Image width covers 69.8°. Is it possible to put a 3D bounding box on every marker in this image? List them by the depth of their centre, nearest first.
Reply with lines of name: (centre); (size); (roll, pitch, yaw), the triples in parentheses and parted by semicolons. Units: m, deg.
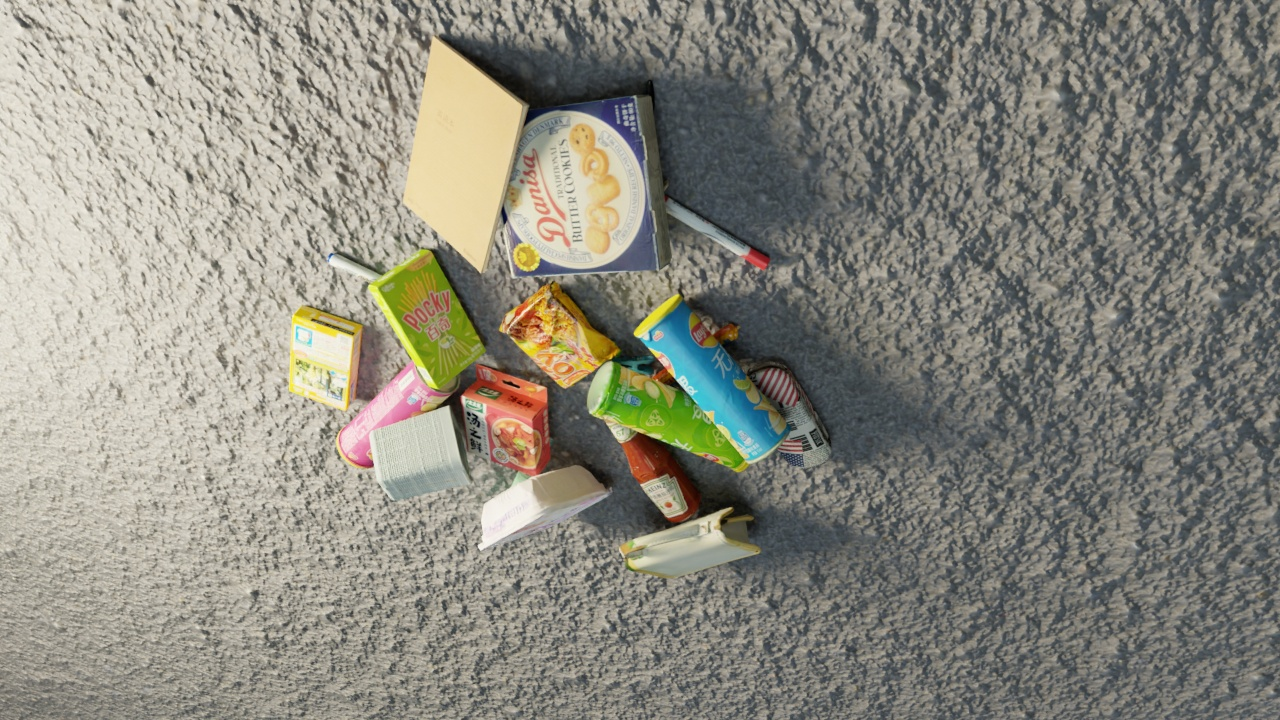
marker: (0.082, -0.144, 1.033); (0.145, 0.017, 0.017); (29, 127, -8)
marker: (-0.328, -0.100, 1.165); (0.146, 0.016, 0.017); (26, 127, -5)

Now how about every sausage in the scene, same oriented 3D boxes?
sausage: (0.062, 0.000, 1.139); (0.021, 0.021, 0.166); (42, 124, -17)

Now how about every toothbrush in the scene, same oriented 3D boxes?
toothbrush: (0.005, -0.204, 0.986); (0.017, 0.014, 0.189); (9, 114, 20)
toothbrush: (-0.172, 0.181, 1.326); (0.027, 0.026, 0.225); (29, 127, 2)

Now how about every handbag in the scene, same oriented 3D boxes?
handbag: (0.056, 0.243, 1.243); (0.164, 0.063, 0.178); (-25, 153, 28)

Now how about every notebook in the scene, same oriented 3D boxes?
notebook: (-0.198, -0.222, 1.006); (0.149, 0.012, 0.212); (41, 131, 22)

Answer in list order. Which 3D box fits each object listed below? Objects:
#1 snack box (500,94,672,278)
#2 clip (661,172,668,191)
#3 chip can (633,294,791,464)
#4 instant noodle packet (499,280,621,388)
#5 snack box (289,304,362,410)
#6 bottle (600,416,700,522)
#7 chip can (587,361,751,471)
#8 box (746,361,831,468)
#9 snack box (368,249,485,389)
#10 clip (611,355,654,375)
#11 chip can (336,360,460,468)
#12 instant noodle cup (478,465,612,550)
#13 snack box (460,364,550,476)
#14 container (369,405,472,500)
snack box: (-0.067, -0.182, 0.986); (0.183, 0.045, 0.178); (-2, 109, 21)
clip: (-0.012, -0.165, 1.032); (0.102, 0.035, 0.094); (-9, 119, 11)
chip can: (0.086, 0.023, 1.085); (0.071, 0.071, 0.210); (-36, 99, 32)
instant noodle packet: (-0.102, -0.026, 1.148); (0.111, 0.044, 0.128); (-31, 114, 35)
snack box: (-0.431, -0.002, 1.253); (0.087, 0.033, 0.141); (19, 126, 0)
bottle: (0.008, 0.130, 1.222); (0.060, 0.059, 0.206); (-22, 118, 27)
chip can: (0.042, 0.070, 1.141); (0.221, 0.072, 0.073); (22, 128, -15)
box: (0.186, 0.067, 1.150); (0.072, 0.059, 0.164); (-6, 125, 41)
snack box: (-0.263, -0.050, 1.144); (0.026, 0.085, 0.156); (12, 135, 47)
clip: (-0.009, 0.004, 1.165); (0.057, 0.015, 0.049); (1, 128, 11)
chip can: (-0.332, 0.069, 1.255); (0.071, 0.071, 0.211); (41, 124, -16)
instant noodle cup: (-0.136, 0.194, 1.255); (0.138, 0.173, 0.060); (-33, 78, 31)
snack box: (-0.180, 0.081, 1.227); (0.113, 0.044, 0.127); (17, 130, 20)
container: (-0.292, 0.126, 1.216); (0.111, 0.090, 0.090); (-15, 153, -8)
